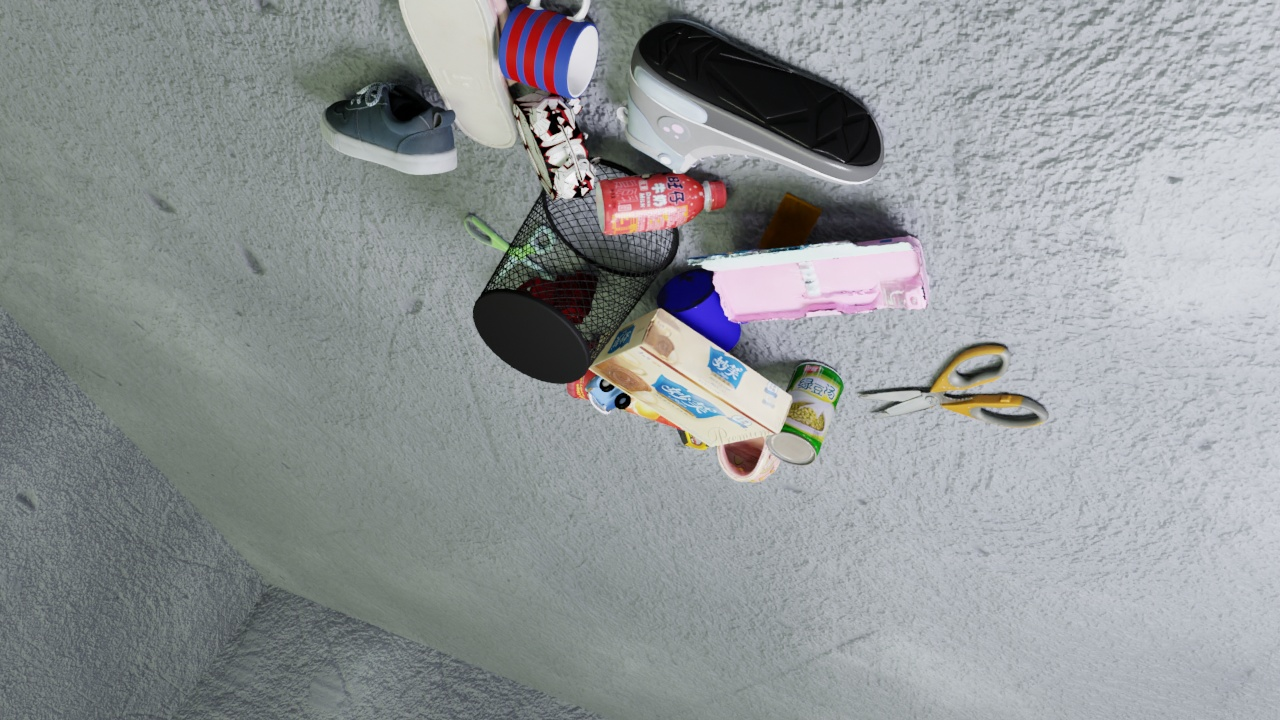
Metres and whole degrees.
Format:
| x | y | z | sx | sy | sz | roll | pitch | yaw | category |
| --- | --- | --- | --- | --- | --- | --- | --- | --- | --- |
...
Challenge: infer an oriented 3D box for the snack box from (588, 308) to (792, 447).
| x | y | z | sx | sy | sz | roll | pitch | yaw | category |
| --- | --- | --- | --- | --- | --- | --- | --- | --- | --- |
| 0.057 | 0.027 | 1.123 | 0.207 | 0.055 | 0.154 | 33 | 156 | -18 | snack box |

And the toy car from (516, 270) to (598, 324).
| x | y | z | sx | sy | sz | roll | pitch | yaw | category |
| --- | --- | --- | --- | --- | --- | --- | --- | --- | --- |
| -0.130 | -0.074 | 1.244 | 0.062 | 0.070 | 0.170 | 28 | 151 | -29 | toy car |

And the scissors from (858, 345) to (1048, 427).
| x | y | z | sx | sy | sz | roll | pitch | yaw | category |
| --- | --- | --- | --- | --- | --- | --- | --- | --- | --- |
| 0.374 | 0.050 | 1.100 | 0.175 | 0.016 | 0.226 | 38 | 145 | -12 | scissors |

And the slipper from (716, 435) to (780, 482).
| x | y | z | sx | sy | sz | roll | pitch | yaw | category |
| --- | --- | --- | --- | --- | --- | --- | --- | --- | --- |
| 0.143 | 0.129 | 1.296 | 0.093 | 0.081 | 0.197 | 21 | 155 | 19 | slipper |

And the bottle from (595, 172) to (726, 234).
| x | y | z | sx | sy | sz | roll | pitch | yaw | category |
| --- | --- | --- | --- | --- | --- | --- | --- | --- | --- |
| 0.023 | -0.172 | 0.991 | 0.137 | 0.062 | 0.062 | -8 | 145 | -10 | bottle |

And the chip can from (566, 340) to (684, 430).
| x | y | z | sx | sy | sz | roll | pitch | yaw | category |
| --- | --- | --- | --- | --- | --- | --- | --- | --- | --- |
| 0.009 | 0.041 | 1.292 | 0.213 | 0.086 | 0.087 | 17 | 144 | 15 | chip can |

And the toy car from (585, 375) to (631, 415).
| x | y | z | sx | sy | sz | roll | pitch | yaw | category |
| --- | --- | --- | --- | --- | --- | --- | --- | --- | --- |
| -0.007 | 0.007 | 1.225 | 0.056 | 0.153 | 0.055 | 51 | 179 | -44 | toy car |

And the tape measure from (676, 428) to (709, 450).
| x | y | z | sx | sy | sz | roll | pitch | yaw | category |
| --- | --- | --- | --- | --- | --- | --- | --- | --- | --- |
| 0.085 | 0.097 | 1.350 | 0.064 | 0.037 | 0.065 | -1 | 122 | 44 | tape measure |

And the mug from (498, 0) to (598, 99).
| x | y | z | sx | sy | sz | roll | pitch | yaw | category |
| --- | --- | --- | --- | --- | --- | --- | --- | --- | --- |
| -0.088 | -0.326 | 0.913 | 0.076 | 0.074 | 0.112 | 21 | 119 | 12 | mug |

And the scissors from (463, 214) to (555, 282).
| x | y | z | sx | sy | sz | roll | pitch | yaw | category |
| --- | --- | --- | --- | --- | --- | --- | --- | --- | --- |
| -0.166 | -0.144 | 1.244 | 0.171 | 0.021 | 0.173 | 34 | 143 | -15 | scissors |

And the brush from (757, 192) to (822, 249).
| x | y | z | sx | sy | sz | roll | pitch | yaw | category |
| --- | --- | --- | --- | --- | --- | --- | --- | --- | --- |
| 0.157 | -0.131 | 1.022 | 0.048 | 0.017 | 0.127 | 27 | 146 | 3 | brush |

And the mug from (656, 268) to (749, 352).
| x | y | z | sx | sy | sz | roll | pitch | yaw | category |
| --- | --- | --- | --- | --- | --- | --- | --- | --- | --- |
| 0.087 | -0.061 | 1.122 | 0.111 | 0.079 | 0.083 | -20 | 128 | 14 | mug |

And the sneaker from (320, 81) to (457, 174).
| x | y | z | sx | sy | sz | roll | pitch | yaw | category |
| --- | --- | --- | --- | --- | --- | --- | --- | --- | --- |
| -0.300 | -0.286 | 1.081 | 0.236 | 0.089 | 0.087 | 25 | 125 | 32 | sneaker |

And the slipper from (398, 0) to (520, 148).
| x | y | z | sx | sy | sz | roll | pitch | yaw | category |
| --- | --- | --- | --- | --- | --- | --- | --- | --- | --- |
| -0.179 | -0.331 | 0.975 | 0.114 | 0.054 | 0.275 | 18 | 156 | 11 | slipper |

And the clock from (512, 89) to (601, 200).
| x | y | z | sx | sy | sz | roll | pitch | yaw | category |
| --- | --- | --- | --- | --- | --- | --- | --- | --- | --- |
| -0.081 | -0.232 | 0.977 | 0.115 | 0.065 | 0.154 | 69 | 170 | -24 | clock |

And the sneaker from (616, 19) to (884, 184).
| x | y | z | sx | sy | sz | roll | pitch | yaw | category |
| --- | --- | --- | --- | --- | --- | --- | --- | --- | --- |
| 0.100 | -0.217 | 0.905 | 0.256 | 0.092 | 0.161 | 27 | 154 | 1 | sneaker |

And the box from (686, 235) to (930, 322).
| x | y | z | sx | sy | sz | roll | pitch | yaw | category |
| --- | --- | --- | --- | --- | --- | --- | --- | --- | --- |
| 0.180 | -0.101 | 0.981 | 0.231 | 0.061 | 0.161 | -4 | 154 | 27 | box |

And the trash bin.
| x | y | z | sx | sy | sz | roll | pitch | yaw | category |
| --- | --- | --- | --- | --- | --- | --- | --- | --- | --- |
| -0.081 | -0.097 | 1.067 | 0.184 | 0.209 | 0.184 | 19 | 145 | 14 | trash bin |

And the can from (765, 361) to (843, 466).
| x | y | z | sx | sy | sz | roll | pitch | yaw | category |
| --- | --- | --- | --- | --- | --- | --- | --- | --- | --- |
| 0.206 | 0.066 | 1.148 | 0.067 | 0.120 | 0.067 | 19 | 144 | 14 | can |
